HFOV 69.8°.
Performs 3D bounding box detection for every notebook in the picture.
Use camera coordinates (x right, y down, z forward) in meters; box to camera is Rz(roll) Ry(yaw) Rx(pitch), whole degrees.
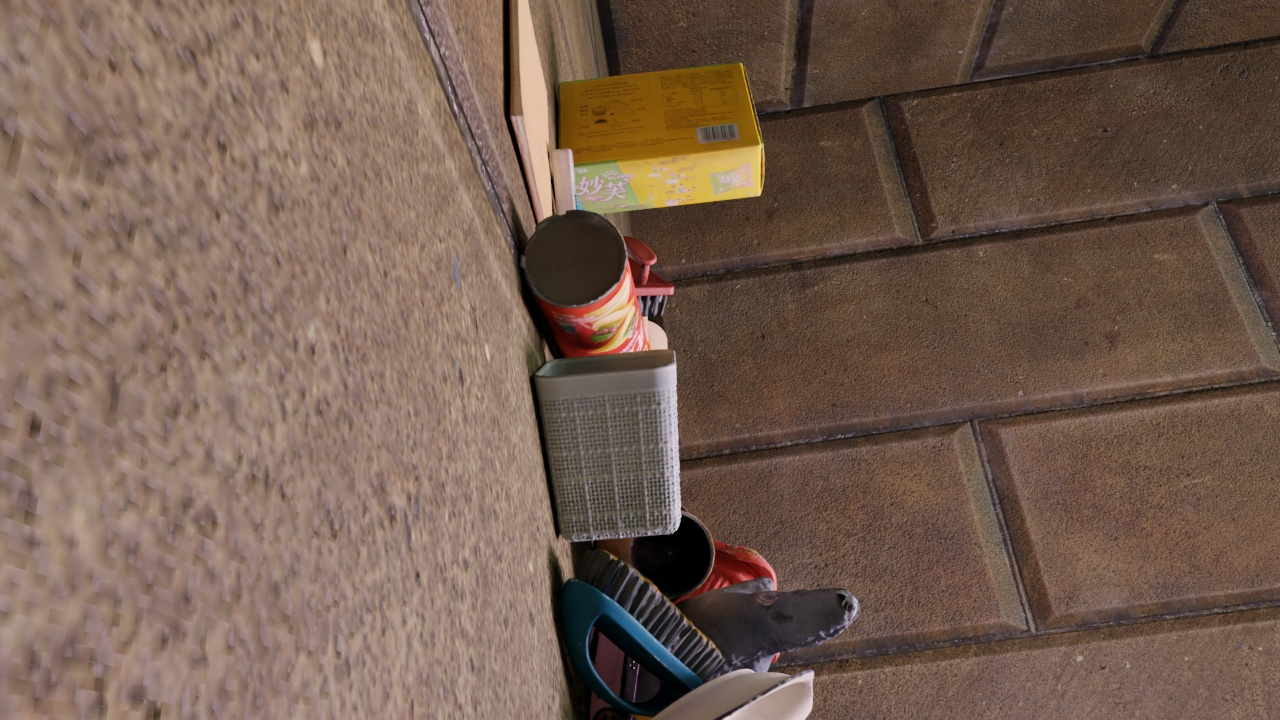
[{"bbox_3d":[-0.087,-0.205,0.730,0.150,0.012,0.211,82,1,-54],"label":"notebook"}]

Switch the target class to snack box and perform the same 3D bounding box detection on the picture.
[{"bbox_3d":[0.018,-0.240,0.989,0.070,0.210,0.157,81,3,-49],"label":"snack box"}]

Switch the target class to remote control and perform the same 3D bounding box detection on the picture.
[{"bbox_3d":[-0.062,-0.116,0.807,0.056,0.019,0.135,105,-20,-86],"label":"remote control"}]

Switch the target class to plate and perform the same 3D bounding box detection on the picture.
[{"bbox_3d":[0.037,0.245,0.588,0.034,0.163,0.164,53,-12,32],"label":"plate"}]

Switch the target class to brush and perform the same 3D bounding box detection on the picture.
[{"bbox_3d":[-0.003,0.181,0.576,0.073,0.055,0.144,-56,129,-23],"label":"brush"},{"bbox_3d":[-0.023,-0.098,0.956,0.146,0.063,0.069,-138,-130,-57],"label":"brush"}]

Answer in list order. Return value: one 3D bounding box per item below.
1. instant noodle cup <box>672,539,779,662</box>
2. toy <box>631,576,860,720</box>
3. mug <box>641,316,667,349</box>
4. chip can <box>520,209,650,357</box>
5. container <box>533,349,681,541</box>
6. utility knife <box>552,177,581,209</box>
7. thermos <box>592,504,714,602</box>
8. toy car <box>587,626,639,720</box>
[{"bbox_3d":[0.045,0.246,0.938,0.078,0.189,0.165,-47,139,-39],"label":"instant noodle cup"},{"bbox_3d":[0.046,0.239,0.741,0.091,0.137,0.357,61,-30,12],"label":"toy"},{"bbox_3d":[-0.006,0.006,1.003,0.125,0.084,0.103,101,-11,-50],"label":"mug"},{"bbox_3d":[-0.032,-0.031,0.680,0.217,0.073,0.073,78,5,-70],"label":"chip can"},{"bbox_3d":[-0.017,0.055,0.609,0.090,0.090,0.111,-76,161,-83],"label":"container"},{"bbox_3d":[-0.050,-0.099,0.878,0.034,0.018,0.166,-105,176,-73],"label":"utility knife"},{"bbox_3d":[0.013,0.148,0.709,0.143,0.093,0.093,128,-45,-78],"label":"thermos"},{"bbox_3d":[-0.019,0.219,0.635,0.056,0.037,0.122,69,24,-54],"label":"toy car"}]
